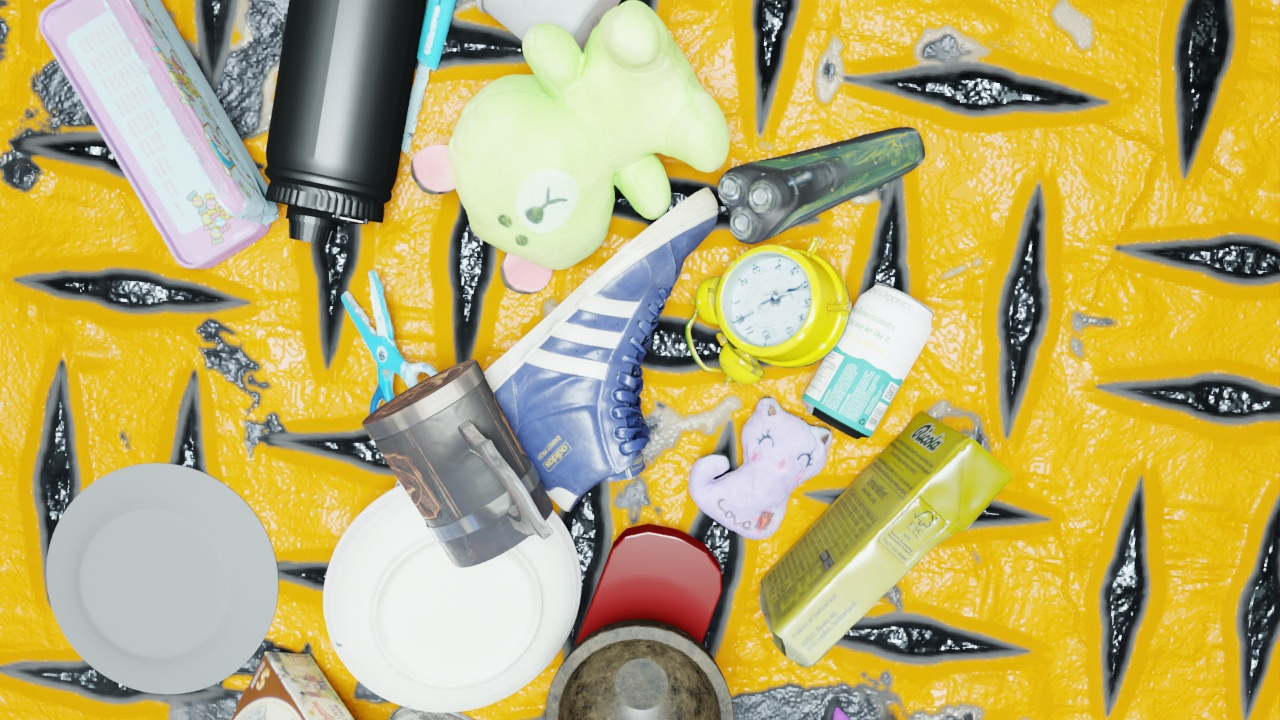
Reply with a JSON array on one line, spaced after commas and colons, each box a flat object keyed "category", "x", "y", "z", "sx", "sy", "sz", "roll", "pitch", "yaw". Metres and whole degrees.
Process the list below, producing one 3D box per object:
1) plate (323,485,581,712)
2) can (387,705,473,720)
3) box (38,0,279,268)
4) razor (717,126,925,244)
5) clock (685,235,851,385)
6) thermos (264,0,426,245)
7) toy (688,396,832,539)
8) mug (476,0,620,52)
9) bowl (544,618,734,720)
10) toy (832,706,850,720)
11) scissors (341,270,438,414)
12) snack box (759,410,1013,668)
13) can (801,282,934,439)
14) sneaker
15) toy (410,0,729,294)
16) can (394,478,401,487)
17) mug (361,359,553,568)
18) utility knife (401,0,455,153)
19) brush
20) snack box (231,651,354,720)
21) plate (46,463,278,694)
[{"category": "plate", "x": -0.129, "y": 0.170, "z": 0.646, "sx": 0.182, "sy": 0.034, "sz": 0.182, "roll": -2, "pitch": 100, "yaw": -14}, {"category": "can", "x": -0.153, "y": 0.303, "z": 0.654, "sx": 0.090, "sy": 0.090, "sz": 0.074, "roll": 26, "pitch": 95, "yaw": 0}, {"category": "box", "x": -0.340, "y": -0.171, "z": 0.624, "sx": 0.090, "sy": 0.091, "sz": 0.214, "roll": -29, "pitch": 93, "yaw": 3}, {"category": "razor", "x": 0.127, "y": -0.124, "z": 0.626, "sx": 0.151, "sy": 0.067, "sz": 0.054, "roll": -19, "pitch": 98, "yaw": -5}, {"category": "clock", "x": 0.085, "y": -0.031, "z": 0.629, "sx": 0.119, "sy": 0.057, "sz": 0.083, "roll": -29, "pitch": 72, "yaw": 26}, {"category": "thermos", "x": -0.201, "y": -0.177, "z": 0.621, "sx": 0.086, "sy": 0.086, "sz": 0.198, "roll": 11, "pitch": 95, "yaw": 1}, {"category": "toy", "x": 0.083, "y": 0.076, "z": 0.655, "sx": 0.080, "sy": 0.036, "sz": 0.100, "roll": 30, "pitch": 96, "yaw": -1}, {"category": "mug", "x": -0.049, "y": -0.260, "z": 0.612, "sx": 0.070, "sy": 0.084, "sz": 0.113, "roll": 39, "pitch": 89, "yaw": -4}, {"category": "bowl", "x": 0.000, "y": 0.228, "z": 0.616, "sx": 0.121, "sy": 0.056, "sz": 0.121, "roll": 0, "pitch": 94, "yaw": 2}, {"category": "toy", "x": 0.153, "y": 0.300, "z": 0.662, "sx": 0.106, "sy": 0.056, "sz": 0.088, "roll": -5, "pitch": 98, "yaw": -8}, {"category": "scissors", "x": -0.186, "y": 0.006, "z": 0.660, "sx": 0.140, "sy": 0.013, "sz": 0.118, "roll": 50, "pitch": 127, "yaw": 17}, {"category": "snack box", "x": 0.155, "y": 0.118, "z": 0.614, "sx": 0.045, "sy": 0.121, "sz": 0.181, "roll": 43, "pitch": 95, "yaw": -1}, {"category": "can", "x": 0.158, "y": 0.001, "z": 0.637, "sx": 0.055, "sy": 0.055, "sz": 0.101, "roll": 29, "pitch": 95, "yaw": 0}, {"category": "sneaker", "x": -0.005, "y": 0.004, "z": 0.625, "sx": 0.233, "sy": 0.091, "sz": 0.118, "roll": -40, "pitch": 87, "yaw": 5}, {"category": "toy", "x": -0.044, "y": -0.143, "z": 0.601, "sx": 0.197, "sy": 0.107, "sz": 0.150, "roll": -21, "pitch": 130, "yaw": 30}, {"category": "can", "x": -0.169, "y": 0.124, "z": 0.667, "sx": 0.038, "sy": 0.038, "sz": 0.079, "roll": 19, "pitch": 95, "yaw": 0}, {"category": "mug", "x": -0.104, "y": 0.064, "z": 0.566, "sx": 0.079, "sy": 0.116, "sz": 0.107, "roll": -34, "pitch": 103, "yaw": -28}, {"category": "utility knife", "x": -0.145, "y": -0.229, "z": 0.652, "sx": 0.022, "sy": 0.015, "sz": 0.167, "roll": 15, "pitch": 97, "yaw": 0}, {"category": "brush", "x": -0.003, "y": 0.203, "z": 0.665, "sx": 0.082, "sy": 0.042, "sz": 0.173, "roll": 20, "pitch": 95, "yaw": 0}, {"category": "snack box", "x": -0.249, "y": 0.307, "z": 0.641, "sx": 0.147, "sy": 0.041, "sz": 0.143, "roll": 32, "pitch": 95, "yaw": 41}, {"category": "plate", "x": -0.363, "y": 0.166, "z": 0.690, "sx": 0.178, "sy": 0.012, "sz": 0.178, "roll": 0, "pitch": 94, "yaw": 2}]
